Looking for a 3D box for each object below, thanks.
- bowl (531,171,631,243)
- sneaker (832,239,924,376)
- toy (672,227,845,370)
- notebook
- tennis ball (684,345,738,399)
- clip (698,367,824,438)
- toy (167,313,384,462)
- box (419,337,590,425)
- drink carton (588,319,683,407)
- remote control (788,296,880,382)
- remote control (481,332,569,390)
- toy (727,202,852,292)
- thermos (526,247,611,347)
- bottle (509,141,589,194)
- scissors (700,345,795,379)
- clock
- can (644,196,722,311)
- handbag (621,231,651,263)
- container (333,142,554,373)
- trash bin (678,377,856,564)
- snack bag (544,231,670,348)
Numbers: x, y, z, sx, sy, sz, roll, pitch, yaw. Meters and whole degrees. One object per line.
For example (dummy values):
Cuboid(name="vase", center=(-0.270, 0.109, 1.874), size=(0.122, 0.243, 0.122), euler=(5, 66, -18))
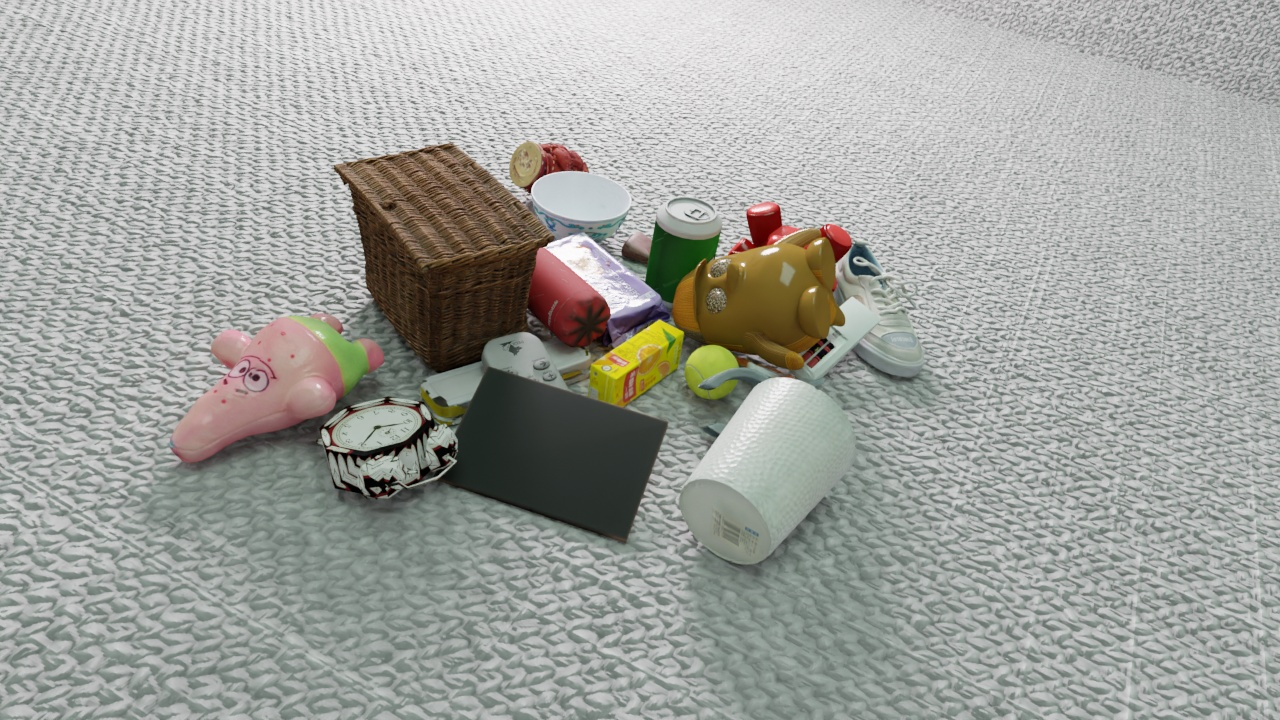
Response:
Cuboid(name="bowl", center=(-0.089, -0.208, 1.337), size=(0.144, 0.074, 0.143), euler=(6, 38, -5))
Cuboid(name="sneaker", center=(0.324, -0.080, 1.254), size=(0.089, 0.091, 0.241), euler=(1, 39, -13))
Cuboid(name="toy", center=(0.134, -0.078, 1.136), size=(0.204, 0.162, 0.198), euler=(-2, 60, 28))
Cuboid(name="notebook", center=(-0.091, 0.094, 0.962), size=(0.209, 0.008, 0.141), euler=(17, 60, 9))
Cuboid(name="tennis ball", center=(0.086, 0.014, 1.099), size=(0.065, 0.065, 0.065), euler=(6, 38, -5))
Cuboid(name="clip", center=(0.143, 0.029, 1.068), size=(0.166, 0.028, 0.127), euler=(-3, 81, -23))
Cuboid(name="toy", center=(-0.388, 0.023, 0.963), size=(0.192, 0.097, 0.236), euler=(23, 46, 29))
Cuboid(name="box", center=(-0.152, 0.019, 1.068), size=(0.209, 0.033, 0.064), euler=(-19, 44, -33))
Cuboid(name="drink carton", center=(-0.006, 0.006, 1.094), size=(0.043, 0.059, 0.134), euler=(29, 42, 26))
Cuboid(name="remote control", center=(0.245, -0.026, 1.175), size=(0.143, 0.024, 0.049), euler=(-40, 73, -20))
Cuboid(name="remote control", center=(-0.119, 0.033, 1.029), size=(0.074, 0.019, 0.151), euler=(-17, 64, -32))
Cuboid(name="toy", center=(0.192, -0.123, 1.267), size=(0.158, 0.121, 0.196), euler=(23, 47, 10))
Cuboid(name="thermos", center=(-0.132, -0.107, 1.154), size=(0.073, 0.073, 0.240), euler=(-20, 46, -33))
Cuboid(name="bottle", center=(-0.136, -0.282, 1.408), size=(0.099, 0.099, 0.111), euler=(41, 20, 33))
Cuboid(name="scissors", center=(0.127, 0.003, 1.136), size=(0.133, 0.012, 0.096), euler=(20, 4, 12))
Cuboid(name="clock", center=(-0.246, 0.097, 0.915), size=(0.155, 0.065, 0.114), euler=(21, 36, 38))
Cuboid(name="can", center=(0.056, -0.141, 1.230), size=(0.088, 0.140, 0.087), euler=(6, 38, -5))
Cuboid(name="handbag", center=(0.035, -0.146, 1.329), size=(0.120, 0.029, 0.055), euler=(28, 39, 14))
Cuboid(name="container", center=(-0.236, -0.117, 1.096), size=(0.161, 0.184, 0.250), euler=(-19, 45, -31))
Cuboid(name="trash bin", center=(0.126, 0.115, 0.935), size=(0.133, 0.133, 0.160), euler=(28, 46, 22))
Cuboid(name="snack bag", center=(-0.059, -0.091, 1.209), size=(0.096, 0.059, 0.205), euler=(-23, 51, -32))
